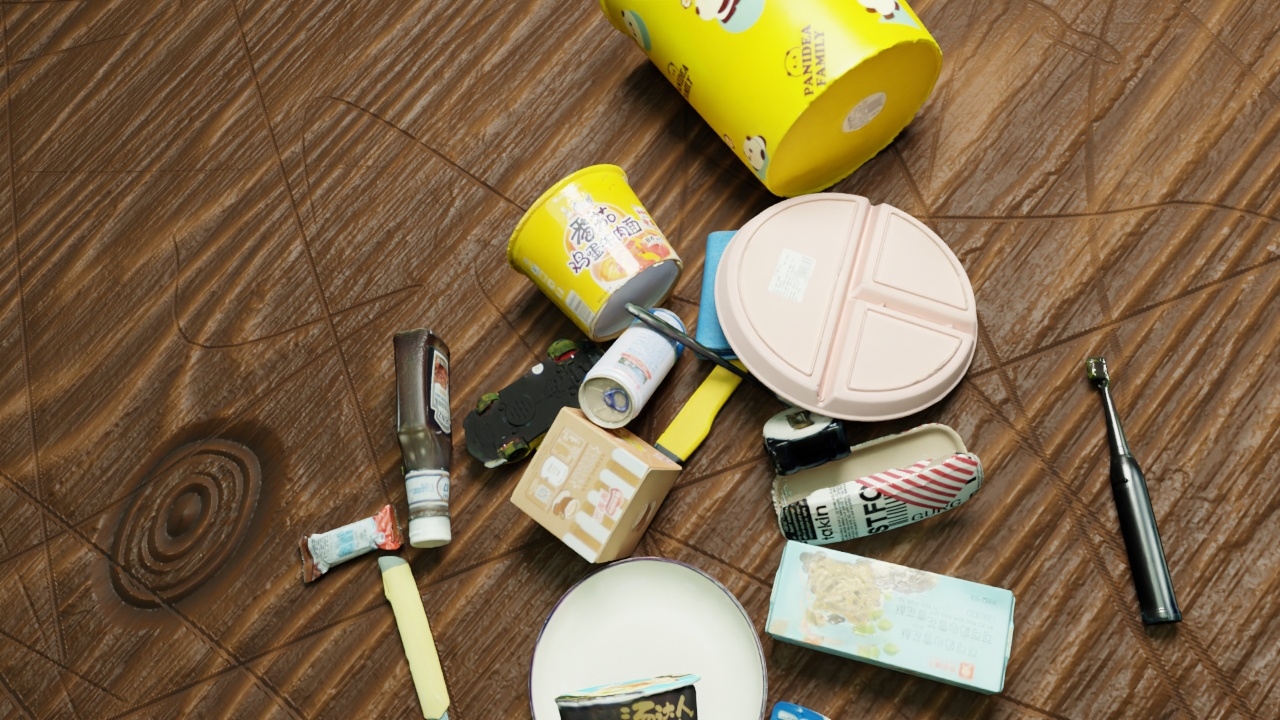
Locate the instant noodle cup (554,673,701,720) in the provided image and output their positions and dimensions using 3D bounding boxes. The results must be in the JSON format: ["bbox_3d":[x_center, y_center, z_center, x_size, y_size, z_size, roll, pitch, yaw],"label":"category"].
[{"bbox_3d":[0.000,0.293,0.650,0.111,0.111,0.120,-12,75,9],"label":"instant noodle cup"}]

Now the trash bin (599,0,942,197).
[{"bbox_3d":[0.120,-0.304,0.836,0.229,0.229,0.255,-32,70,0],"label":"trash bin"}]

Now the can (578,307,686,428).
[{"bbox_3d":[-0.005,0.005,0.789,0.053,0.053,0.134,11,30,18],"label":"can"}]

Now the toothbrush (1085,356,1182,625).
[{"bbox_3d":[0.378,0.095,0.713,0.027,0.026,0.212,8,65,-25],"label":"toothbrush"}]

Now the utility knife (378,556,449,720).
[{"bbox_3d":[-0.198,0.247,0.804,0.031,0.018,0.167,-26,64,7],"label":"utility knife"}]

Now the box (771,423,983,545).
[{"bbox_3d":[0.186,0.097,0.744,0.163,0.076,0.088,-21,39,7],"label":"box"}]

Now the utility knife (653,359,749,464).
[{"bbox_3d":[0.081,0.015,0.825,0.033,0.015,0.208,34,76,22],"label":"utility knife"}]

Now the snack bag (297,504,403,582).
[{"bbox_3d":[-0.269,0.168,0.847,0.105,0.026,0.045,-20,74,7],"label":"snack bag"}]

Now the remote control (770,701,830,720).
[{"bbox_3d":[0.108,0.323,0.686,0.049,0.024,0.124,5,67,44],"label":"remote control"}]

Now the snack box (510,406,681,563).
[{"bbox_3d":[-0.036,0.104,0.774,0.094,0.077,0.093,33,96,23],"label":"snack box"}]

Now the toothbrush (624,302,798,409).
[{"bbox_3d":[0.066,-0.004,0.795,0.181,0.018,0.015,29,39,-3],"label":"toothbrush"}]

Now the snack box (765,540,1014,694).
[{"bbox_3d":[0.190,0.197,0.706,0.175,0.051,0.074,10,71,18],"label":"snack box"}]

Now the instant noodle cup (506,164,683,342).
[{"bbox_3d":[-0.035,-0.092,0.838,0.138,0.138,0.110,-39,73,-3],"label":"instant noodle cup"}]

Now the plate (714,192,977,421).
[{"bbox_3d":[0.178,-0.056,0.782,0.229,0.028,0.229,2,60,-4],"label":"plate"}]

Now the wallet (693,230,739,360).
[{"bbox_3d":[0.106,-0.062,0.831,0.106,0.040,0.132,-1,60,18],"label":"wallet"}]

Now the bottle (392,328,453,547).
[{"bbox_3d":[-0.196,0.071,0.838,0.044,0.080,0.194,-9,69,4],"label":"bottle"}]

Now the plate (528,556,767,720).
[{"bbox_3d":[0.007,0.257,0.736,0.192,0.039,0.192,-5,68,12],"label":"plate"}]

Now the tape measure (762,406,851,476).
[{"bbox_3d":[0.135,0.064,0.764,0.066,0.066,0.033,-18,108,2],"label":"tape measure"}]

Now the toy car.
[{"bbox_3d":[-0.092,0.040,0.845,0.156,0.041,0.071,-34,65,-3],"label":"toy car"}]
